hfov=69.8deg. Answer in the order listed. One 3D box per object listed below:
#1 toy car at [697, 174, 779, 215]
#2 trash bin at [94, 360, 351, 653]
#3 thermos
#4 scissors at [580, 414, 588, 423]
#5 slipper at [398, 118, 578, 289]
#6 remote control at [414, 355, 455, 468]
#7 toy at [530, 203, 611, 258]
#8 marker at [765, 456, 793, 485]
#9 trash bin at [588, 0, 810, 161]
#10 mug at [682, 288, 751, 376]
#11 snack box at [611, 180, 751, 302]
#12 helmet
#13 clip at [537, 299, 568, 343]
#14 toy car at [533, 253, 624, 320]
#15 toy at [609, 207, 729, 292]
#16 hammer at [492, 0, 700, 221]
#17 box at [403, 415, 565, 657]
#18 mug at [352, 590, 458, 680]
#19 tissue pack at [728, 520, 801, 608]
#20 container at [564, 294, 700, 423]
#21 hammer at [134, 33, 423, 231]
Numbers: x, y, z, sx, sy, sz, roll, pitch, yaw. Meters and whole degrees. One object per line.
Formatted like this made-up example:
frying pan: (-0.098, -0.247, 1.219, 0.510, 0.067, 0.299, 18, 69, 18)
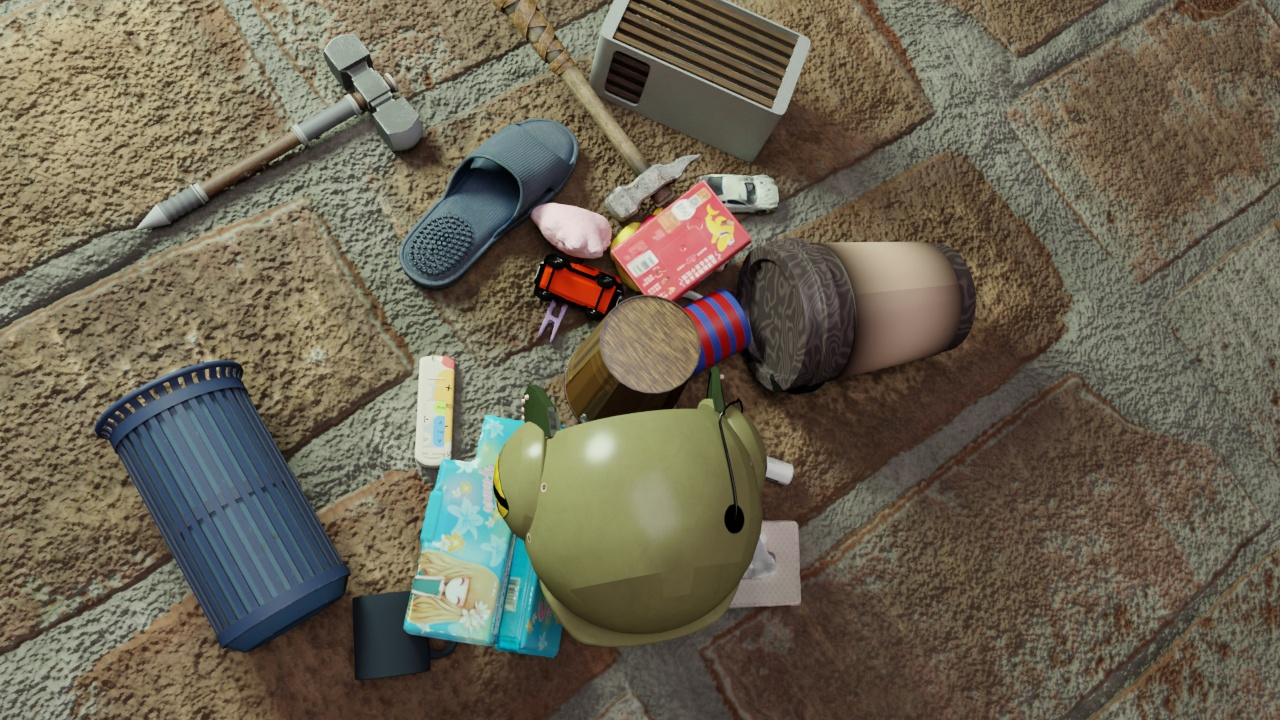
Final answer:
toy car: (0.121, -0.205, 1.120, 0.105, 0.033, 0.048, -1, 73, -12)
trash bin: (-0.388, 0.141, 0.873, 0.139, 0.139, 0.249, -30, 84, -17)
thermos: (0.245, -0.060, 1.039, 0.226, 0.173, 0.172, -8, 76, -19)
scissors: (-0.037, 0.141, 0.987, 0.171, 0.014, 0.090, 49, 67, -13)
slipper: (-0.172, -0.193, 1.035, 0.101, 0.083, 0.263, 40, 72, 4)
remote control: (-0.221, 0.054, 0.991, 0.038, 0.018, 0.125, 2, 73, -10)
toy: (-0.070, -0.142, 1.035, 0.099, 0.053, 0.095, 11, 28, -24)
marker: (0.111, 0.110, 1.034, 0.126, 0.025, 0.025, 19, 72, -5)
trash bin: (0.067, -0.356, 1.107, 0.229, 0.115, 0.114, 23, 72, -4)
mug: (0.064, -0.044, 1.050, 0.076, 0.075, 0.112, -27, 55, -17)
snack box: (0.045, -0.128, 1.029, 0.133, 0.021, 0.089, -37, 80, 0)
helmet: (-0.006, 0.138, 0.838, 0.250, 0.256, 0.232, -6, 74, -14)
clip: (-0.103, -0.047, 1.044, 0.037, 0.013, 0.053, 38, 69, 1)
toy car: (-0.069, -0.085, 1.039, 0.100, 0.051, 0.048, 21, 27, -3)
toy: (0.032, -0.133, 1.073, 0.137, 0.067, 0.105, -9, 74, 0)
hammer: (-0.066, -0.312, 1.058, 0.121, 0.049, 0.319, -39, 97, -5)
box: (-0.126, 0.172, 0.918, 0.172, 0.084, 0.226, 21, 68, -34)
mug: (-0.230, 0.269, 0.907, 0.105, 0.071, 0.077, 3, 73, -33)
tissue pack: (0.082, 0.212, 0.976, 0.181, 0.071, 0.104, 2, 82, -9)
container: (-0.006, 0.005, 0.965, 0.132, 0.167, 0.132, 3, 74, -10)
hammer: (-0.413, -0.232, 1.024, 0.321, 0.043, 0.156, -36, 84, -15)
